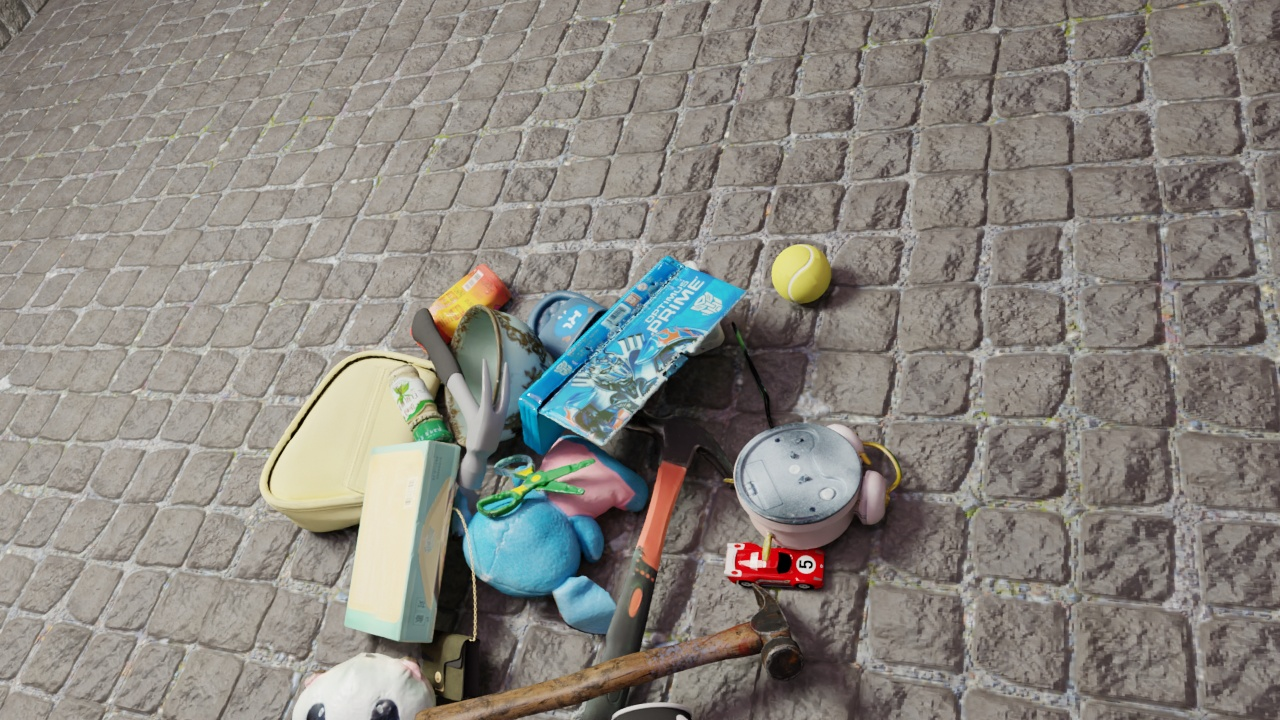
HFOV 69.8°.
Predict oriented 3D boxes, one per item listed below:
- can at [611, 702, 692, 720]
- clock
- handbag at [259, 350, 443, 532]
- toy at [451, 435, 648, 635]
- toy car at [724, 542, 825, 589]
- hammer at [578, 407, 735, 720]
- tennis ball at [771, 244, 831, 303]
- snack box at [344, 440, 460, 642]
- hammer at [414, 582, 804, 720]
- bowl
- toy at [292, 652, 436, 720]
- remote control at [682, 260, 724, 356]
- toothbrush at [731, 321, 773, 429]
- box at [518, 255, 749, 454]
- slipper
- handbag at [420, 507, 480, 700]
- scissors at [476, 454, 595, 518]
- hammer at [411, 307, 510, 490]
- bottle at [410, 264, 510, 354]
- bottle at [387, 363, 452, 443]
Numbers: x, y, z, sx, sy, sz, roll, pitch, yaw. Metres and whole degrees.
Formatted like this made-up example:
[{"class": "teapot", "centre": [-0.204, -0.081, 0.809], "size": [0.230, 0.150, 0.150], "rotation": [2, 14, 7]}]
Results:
[{"class": "can", "centre": [0.015, 0.364, 0.748], "size": [0.080, 0.080, 0.145], "rotation": [-15, 51, 13]}, {"class": "clock", "centre": [0.167, 0.114, 0.865], "size": [0.158, 0.059, 0.116], "rotation": [-20, 44, -4]}, {"class": "handbag", "centre": [-0.331, 0.095, 1.103], "size": [0.191, 0.089, 0.232], "rotation": [7, 58, 9]}, {"class": "toy", "centre": [-0.082, 0.166, 0.935], "size": [0.224, 0.099, 0.191], "rotation": [31, 61, 29]}, {"class": "toy car", "centre": [0.126, 0.191, 0.860], "size": [0.090, 0.025, 0.038], "rotation": [-3, 55, 22]}, {"class": "hammer", "centre": [0.000, 0.210, 0.872], "size": [0.133, 0.033, 0.332], "rotation": [20, 68, -6]}, {"class": "tennis ball", "centre": [0.179, -0.096, 1.021], "size": [0.065, 0.065, 0.065], "rotation": [-12, 52, 15]}, {"class": "snack box", "centre": [-0.248, 0.183, 0.944], "size": [0.142, 0.044, 0.193], "rotation": [-12, 69, 51]}, {"class": "hammer", "centre": [-0.032, 0.271, 0.794], "size": [0.330, 0.033, 0.120], "rotation": [-15, 13, -1]}, {"class": "bowl", "centre": [-0.151, 0.021, 1.047], "size": [0.160, 0.093, 0.159], "rotation": [-15, 72, 56]}, {"class": "toy", "centre": [-0.258, 0.369, 0.863], "size": [0.139, 0.101, 0.179], "rotation": [-7, 72, 4]}, {"class": "remote control", "centre": [0.060, -0.061, 1.076], "size": [0.050, 0.022, 0.133], "rotation": [-22, 50, 7]}, {"class": "toothbrush", "centre": [0.130, 0.025, 0.989], "size": [0.017, 0.014, 0.187], "rotation": [-14, 50, -3]}, {"class": "box", "centre": [-0.005, 0.005, 0.951], "size": [0.114, 0.114, 0.242], "rotation": [34, 61, 18]}, {"class": "slipper", "centre": [-0.062, -0.017, 1.075], "size": [0.103, 0.059, 0.214], "rotation": [-45, 53, -10]}, {"class": "handbag", "centre": [-0.187, 0.237, 0.902], "size": [0.084, 0.027, 0.178], "rotation": [-8, 79, 45]}, {"class": "scissors", "centre": [-0.102, 0.115, 0.916], "size": [0.131, 0.012, 0.112], "rotation": [-20, 32, 1]}, {"class": "hammer", "centre": [-0.212, 0.011, 1.026], "size": [0.311, 0.029, 0.125], "rotation": [46, 120, 53]}, {"class": "bottle", "centre": [-0.236, -0.063, 1.190], "size": [0.134, 0.048, 0.071], "rotation": [-41, 50, -8]}, {"class": "bottle", "centre": [-0.255, 0.056, 1.057], "size": [0.042, 0.043, 0.110], "rotation": [-32, 66, -1]}]
